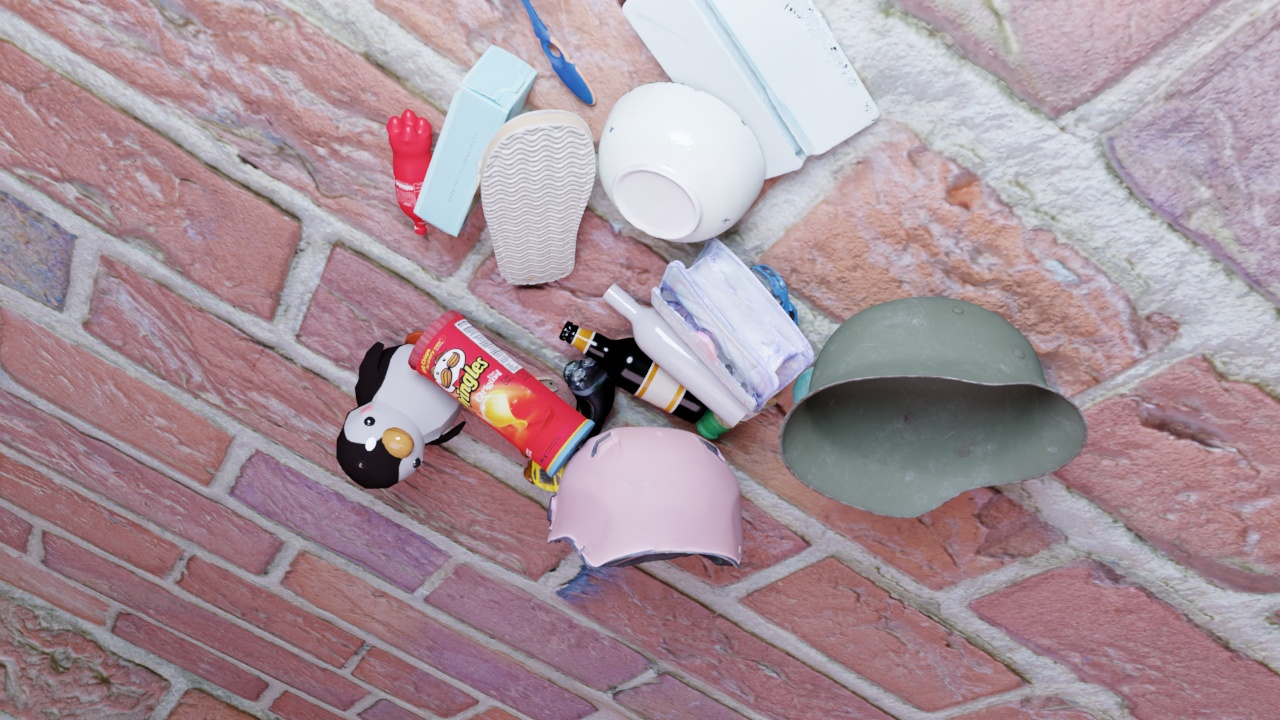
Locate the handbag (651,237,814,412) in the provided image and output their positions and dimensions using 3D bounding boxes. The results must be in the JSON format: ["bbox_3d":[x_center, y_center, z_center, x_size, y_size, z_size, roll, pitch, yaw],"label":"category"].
[{"bbox_3d":[0.082,-0.026,0.898,0.158,0.069,0.127,50,158,8],"label":"handbag"}]

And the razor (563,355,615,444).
[{"bbox_3d":[-0.066,0.050,1.107,0.064,0.052,0.141,26,141,14],"label":"razor"}]

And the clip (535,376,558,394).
[{"bbox_3d":[-0.132,0.033,1.141,0.061,0.049,0.026,-29,127,-8],"label":"clip"}]

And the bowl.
[{"bbox_3d":[0.027,-0.161,0.811,0.153,0.072,0.154,19,148,12],"label":"bowl"}]

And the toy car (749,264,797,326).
[{"bbox_3d":[0.132,-0.045,0.926,0.043,0.056,0.120,-27,134,-13],"label":"toy car"}]

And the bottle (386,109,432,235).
[{"bbox_3d":[-0.230,-0.186,0.934,0.042,0.041,0.142,15,138,7],"label":"bottle"}]

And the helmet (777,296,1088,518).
[{"bbox_3d":[0.273,0.028,0.864,0.268,0.153,0.227,10,142,6],"label":"helmet"}]

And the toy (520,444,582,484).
[{"bbox_3d":[-0.116,0.123,1.194,0.087,0.067,0.113,48,123,5],"label":"toy"}]

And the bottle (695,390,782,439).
[{"bbox_3d":[0.110,0.051,1.042,0.043,0.043,0.111,38,135,-17],"label":"bottle"}]

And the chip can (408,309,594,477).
[{"bbox_3d":[-0.161,0.038,1.069,0.213,0.086,0.087,38,138,5],"label":"chip can"}]

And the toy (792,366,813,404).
[{"bbox_3d":[0.208,0.037,0.996,0.085,0.033,0.105,-1,134,8],"label":"toy"}]

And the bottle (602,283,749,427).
[{"bbox_3d":[0.040,-0.012,0.981,0.195,0.052,0.053,40,137,3],"label":"bottle"}]

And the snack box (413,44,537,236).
[{"bbox_3d":[-0.157,-0.203,0.863,0.053,0.074,0.175,29,137,-9],"label":"snack box"}]

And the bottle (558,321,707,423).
[{"bbox_3d":[-0.006,0.006,1.029,0.181,0.059,0.059,27,138,-6],"label":"bottle"}]

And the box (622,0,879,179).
[{"bbox_3d":[0.090,-0.241,0.749,0.136,0.044,0.197,-19,128,36],"label":"box"}]

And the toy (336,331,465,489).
[{"bbox_3d":[-0.310,0.078,1.137,0.140,0.183,0.159,-19,125,37],"label":"toy"}]

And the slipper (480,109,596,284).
[{"bbox_3d":[-0.096,-0.154,0.877,0.115,0.052,0.263,-8,156,-12],"label":"slipper"}]

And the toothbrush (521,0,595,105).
[{"bbox_3d":[-0.079,-0.277,0.797,0.022,0.017,0.135,-13,128,36],"label":"toothbrush"}]

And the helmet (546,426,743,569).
[{"bbox_3d":[0.005,0.153,1.078,0.230,0.152,0.255,0,180,-6],"label":"helmet"}]

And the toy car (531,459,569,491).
[{"bbox_3d":[-0.111,0.109,1.128,0.049,0.030,0.107,8,107,24],"label":"toy car"}]
